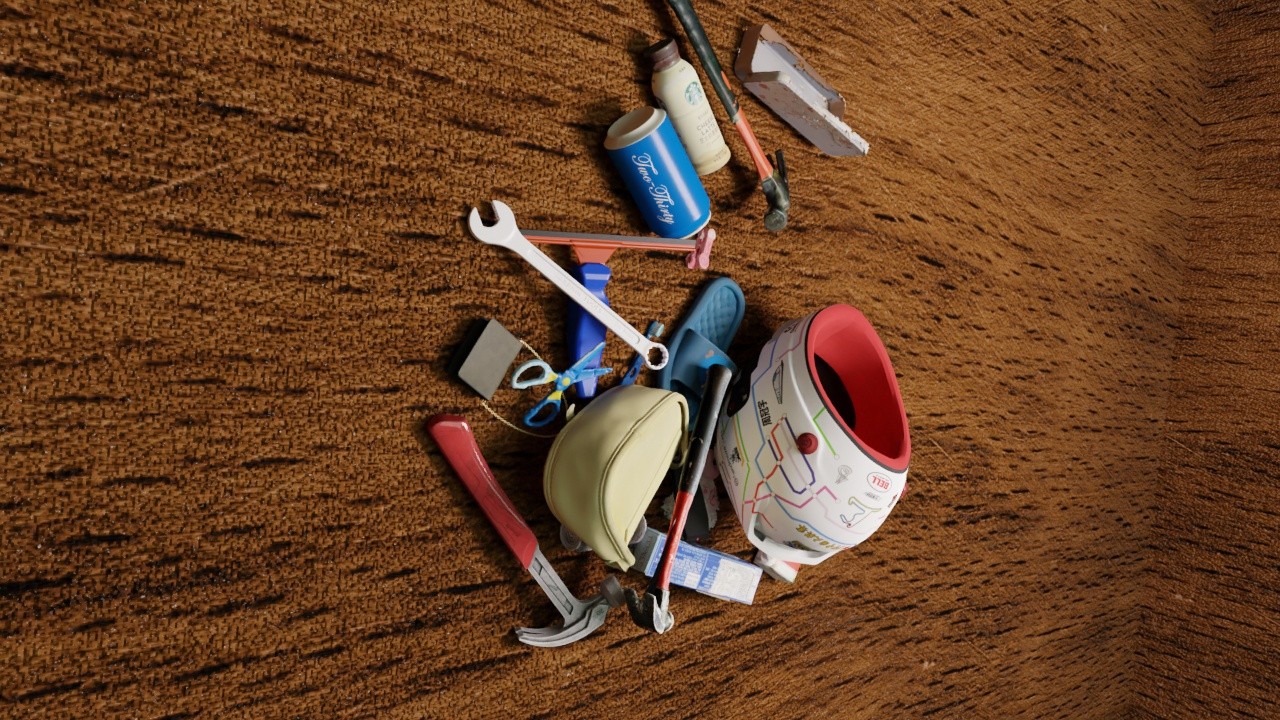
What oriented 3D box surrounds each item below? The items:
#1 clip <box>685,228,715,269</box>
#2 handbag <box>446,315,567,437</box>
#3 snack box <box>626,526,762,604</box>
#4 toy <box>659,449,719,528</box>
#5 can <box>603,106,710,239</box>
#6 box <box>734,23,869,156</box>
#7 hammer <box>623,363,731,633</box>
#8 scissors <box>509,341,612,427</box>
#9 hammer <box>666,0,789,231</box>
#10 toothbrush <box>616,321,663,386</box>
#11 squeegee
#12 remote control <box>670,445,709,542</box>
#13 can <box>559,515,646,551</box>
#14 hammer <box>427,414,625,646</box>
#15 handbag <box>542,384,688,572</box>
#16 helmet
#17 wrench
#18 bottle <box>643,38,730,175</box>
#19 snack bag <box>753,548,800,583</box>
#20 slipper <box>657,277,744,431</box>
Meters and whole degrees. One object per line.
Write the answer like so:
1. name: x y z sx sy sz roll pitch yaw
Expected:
1. clip: 0.082 -0.143 1.173 0.022 0.037 0.058 29 72 -39
2. handbag: -0.133 0.029 1.003 0.178 0.027 0.084 46 66 -43
3. snack box: 0.070 0.269 1.202 0.226 0.059 0.059 27 79 -41
4. toy: 0.075 0.166 1.209 0.095 0.041 0.108 22 74 -42
5. can: 0.022 -0.217 1.074 0.078 0.079 0.146 -51 127 -27
6. box: 0.226 -0.363 1.243 0.216 0.096 0.105 24 74 -43
7. hammer: 0.051 0.156 1.085 0.140 0.036 0.325 54 50 -65
8. scissors: -0.088 0.013 1.002 0.131 0.019 0.105 -43 132 -9
9. hammer: 0.110 -0.327 1.142 0.333 0.033 0.132 56 31 -31
10. toothbrush: -0.007 0.007 1.121 0.132 0.016 0.021 -61 141 -20
11. squeegee: -0.059 -0.050 1.036 0.249 0.055 0.185 0 97 -26
12. remote control: 0.060 0.167 1.166 0.039 0.010 0.124 -5 68 -16
13. can: -0.043 0.201 1.094 0.106 0.044 0.044 2 94 -44
14. hammer: -0.138 0.186 0.993 0.126 0.036 0.316 -34 115 -8
15. handbag: -0.019 0.118 1.047 0.232 0.089 0.191 -56 146 -45
16. helmet: 0.213 0.103 1.198 0.231 0.237 0.313 26 44 -29
17. wrench: -0.072 -0.077 0.992 0.273 0.009 0.047 39 74 -20
18. bottle: 0.054 -0.305 1.109 0.056 0.057 0.162 -48 125 -29
19. snack bag: 0.217 0.264 1.358 0.077 0.036 0.115 40 69 -39
20. slipper: 0.084 -0.012 1.177 0.103 0.059 0.213 37 69 -38
